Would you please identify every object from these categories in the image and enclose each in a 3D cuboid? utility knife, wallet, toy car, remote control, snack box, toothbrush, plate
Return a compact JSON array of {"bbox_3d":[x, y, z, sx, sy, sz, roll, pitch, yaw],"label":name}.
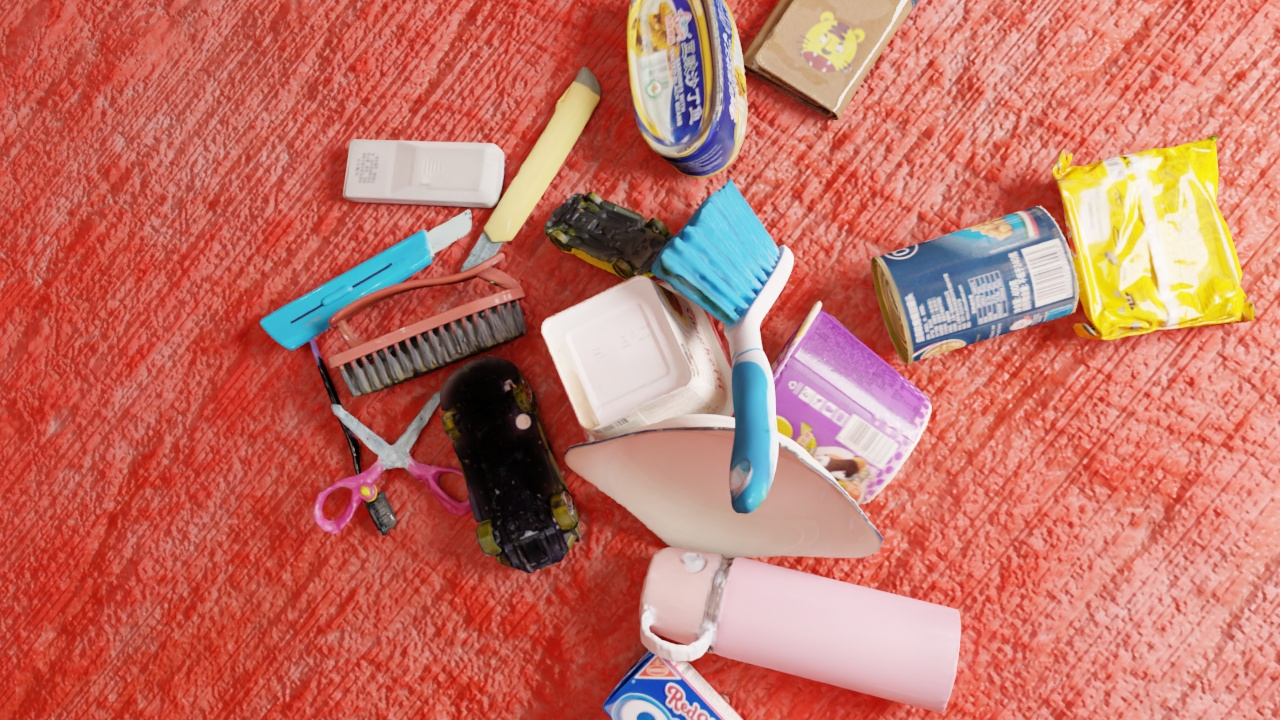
[{"bbox_3d":[-0.206,-0.064,0.706,0.182,0.018,0.034,-31,77,-2],"label":"utility knife"},{"bbox_3d":[-0.082,-0.142,0.696,0.031,0.019,0.183,31,83,17],"label":"utility knife"},{"bbox_3d":[0.137,-0.243,0.663,0.090,0.033,0.115,34,93,12],"label":"wallet"},{"bbox_3d":[-0.093,0.073,0.658,0.070,0.042,0.158,-21,80,7],"label":"toy car"},{"bbox_3d":[-0.168,-0.146,0.711,0.125,0.024,0.049,4,83,12],"label":"remote control"},{"bbox_3d":[0.066,0.276,0.595,0.207,0.058,0.057,44,89,13],"label":"snack box"},{"bbox_3d":[-0.226,0.045,0.702,0.017,0.014,0.189,-25,78,-1],"label":"toothbrush"},{"bbox_3d":[0.052,0.075,0.567,0.164,0.164,0.034,-10,51,38],"label":"plate"},{"bbox_3d":[-0.022,-0.086,0.663,0.105,0.032,0.048,26,67,30],"label":"toy car"}]

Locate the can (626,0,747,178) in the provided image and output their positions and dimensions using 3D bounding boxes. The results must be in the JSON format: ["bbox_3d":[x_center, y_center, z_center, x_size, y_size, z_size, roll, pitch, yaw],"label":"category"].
[{"bbox_3d":[0.032,-0.208,0.658,0.075,0.049,0.148,-10,78,25],"label":"can"}]

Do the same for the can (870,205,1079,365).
[{"bbox_3d":[0.216,-0.049,0.599,0.111,0.075,0.075,-17,80,7],"label":"can"}]

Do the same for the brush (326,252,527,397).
[{"bbox_3d":[-0.154,-0.028,0.673,0.146,0.063,0.069,-20,93,6],"label":"brush"}]

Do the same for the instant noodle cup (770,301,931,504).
[{"bbox_3d":[0.124,0.033,0.595,0.099,0.111,0.111,33,89,4],"label":"instant noodle cup"}]

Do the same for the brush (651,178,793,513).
[{"bbox_3d":[0.050,-0.027,0.526,0.109,0.313,0.061,43,116,-3],"label":"brush"}]

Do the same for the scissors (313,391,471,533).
[{"bbox_3d":[-0.182,0.078,0.680,0.134,0.017,0.133,34,76,5],"label":"scissors"}]

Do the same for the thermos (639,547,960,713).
[{"bbox_3d":[0.097,0.174,0.588,0.199,0.087,0.067,11,118,10],"label":"thermos"}]

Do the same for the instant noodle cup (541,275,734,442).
[{"bbox_3d":[-0.004,0.004,0.609,0.117,0.124,0.116,-25,79,6],"label":"instant noodle cup"}]

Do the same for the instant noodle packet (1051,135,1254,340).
[{"bbox_3d":[0.329,-0.080,0.598,0.111,0.044,0.128,-8,85,3],"label":"instant noodle packet"}]
